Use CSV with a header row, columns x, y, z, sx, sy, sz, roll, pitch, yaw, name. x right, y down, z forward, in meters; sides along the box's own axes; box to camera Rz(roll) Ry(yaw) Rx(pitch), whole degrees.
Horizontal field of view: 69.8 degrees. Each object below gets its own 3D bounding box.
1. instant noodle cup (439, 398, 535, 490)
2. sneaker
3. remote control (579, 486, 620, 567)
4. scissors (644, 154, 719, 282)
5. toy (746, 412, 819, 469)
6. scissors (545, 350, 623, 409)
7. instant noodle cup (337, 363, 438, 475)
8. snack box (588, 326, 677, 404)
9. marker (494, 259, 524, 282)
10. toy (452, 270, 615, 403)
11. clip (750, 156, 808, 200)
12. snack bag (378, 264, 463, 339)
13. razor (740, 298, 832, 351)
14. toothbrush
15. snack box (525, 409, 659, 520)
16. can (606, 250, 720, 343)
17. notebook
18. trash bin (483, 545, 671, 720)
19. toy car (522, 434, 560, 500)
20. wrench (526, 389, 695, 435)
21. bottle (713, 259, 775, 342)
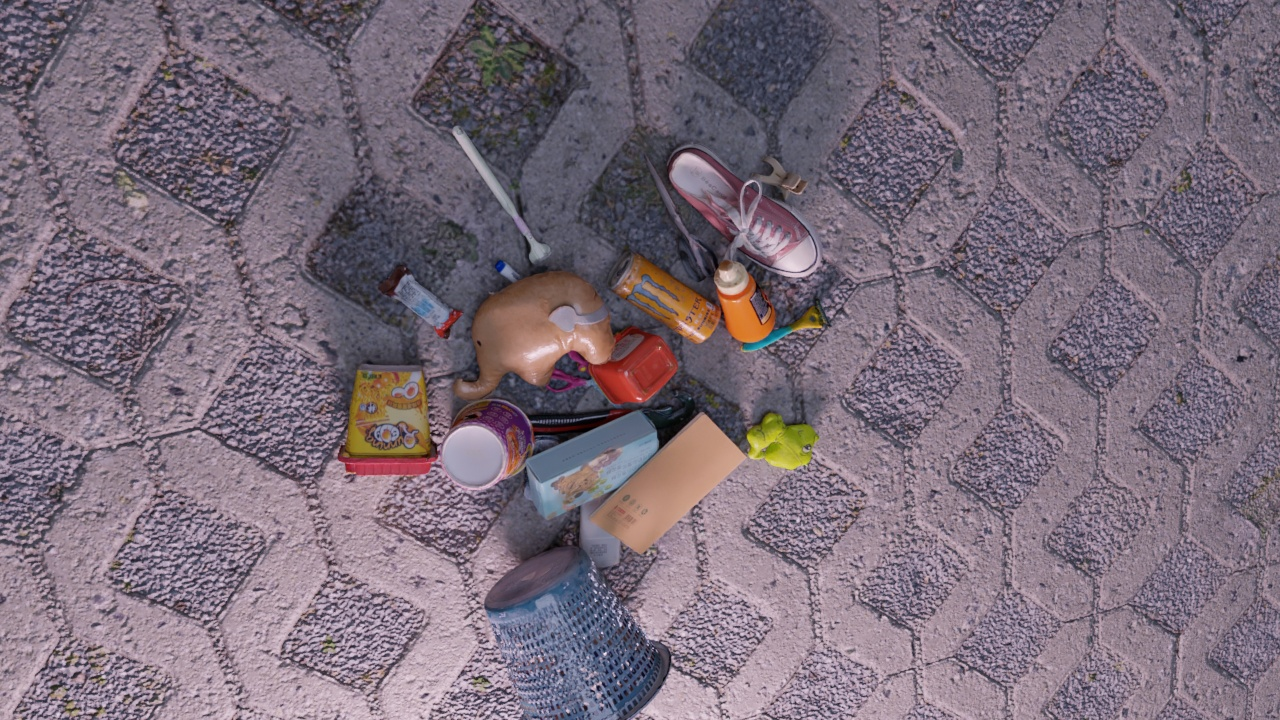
x,y,z,sx,sy,sz,roll,pitch,yaw,name
-0.196,0.108,1.141,0.111,0.099,0.111,1,97,5,instant noodle cup
0.130,-0.174,1.141,0.241,0.087,0.118,36,120,-17,sneaker
-0.055,0.215,1.268,0.058,0.021,0.150,-1,107,-13,remote control
0.042,-0.177,1.164,0.014,0.133,0.175,-35,70,-27,scissors
0.200,0.117,1.296,0.096,0.031,0.100,-39,108,0,toy
-0.068,0.032,1.210,0.108,0.017,0.135,-35,119,8,scissors
-0.305,0.069,1.117,0.116,0.116,0.123,1,95,-14,instant noodle cup
-0.007,0.007,1.170,0.091,0.080,0.082,-44,114,-22,snack box
-0.124,-0.077,1.159,0.145,0.017,0.017,39,95,-21,marker
-0.144,-0.028,1.133,0.226,0.082,0.143,-22,106,18,toy
0.170,-0.231,1.149,0.095,0.102,0.035,36,98,4,clip
-0.266,-0.070,1.121,0.105,0.026,0.045,40,103,-21,snack bag
0.194,-0.040,1.245,0.132,0.028,0.043,-24,88,-9,razor
-0.169,-0.200,1.108,0.029,0.020,0.189,-36,111,-8,toothbrush
-0.060,0.135,1.192,0.174,0.051,0.074,-23,135,-20,snack box
0.031,-0.080,1.175,0.146,0.058,0.058,30,98,-21,can
0.041,0.172,1.254,0.207,0.008,0.148,-43,138,2,notebook
-0.099,0.364,1.218,0.226,0.226,0.195,-26,99,-5,trash bin
-0.131,0.146,1.217,0.049,0.031,0.106,-1,118,-12,toy car
-0.060,0.079,1.222,0.273,0.016,0.056,-7,123,-10,wrench
0.127,-0.080,1.165,0.067,0.066,0.149,-37,145,-1,bottle
